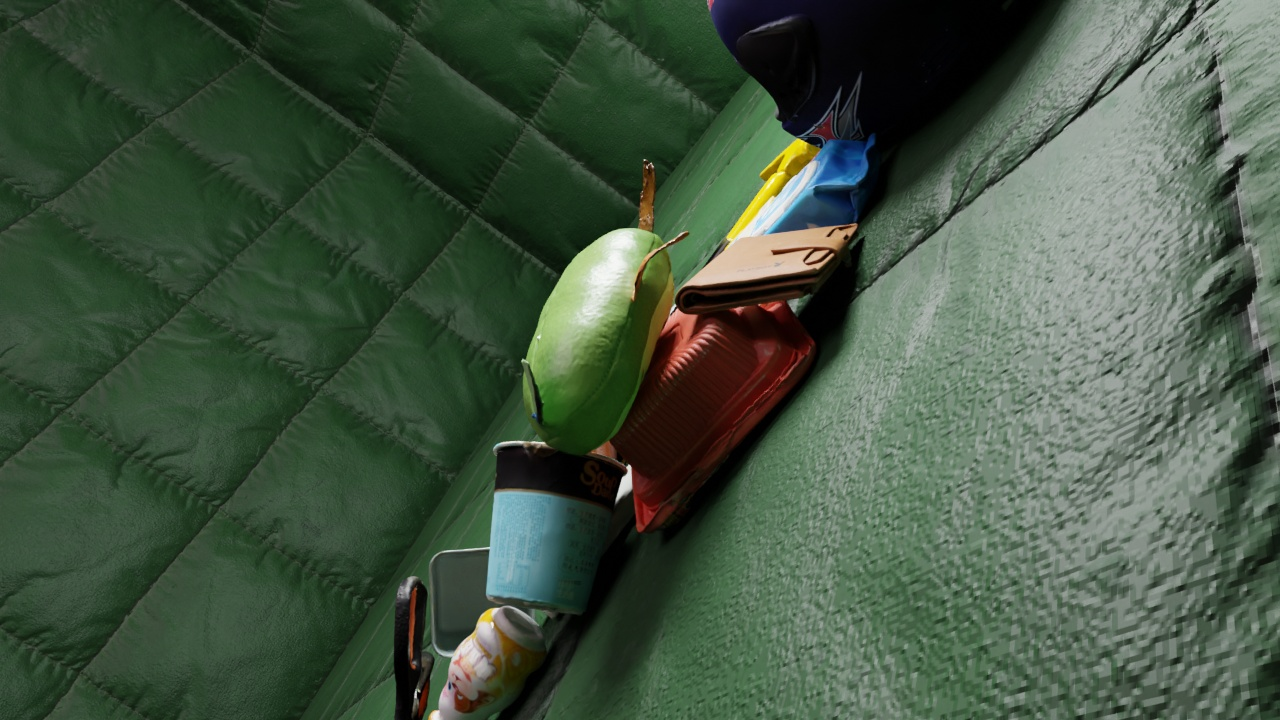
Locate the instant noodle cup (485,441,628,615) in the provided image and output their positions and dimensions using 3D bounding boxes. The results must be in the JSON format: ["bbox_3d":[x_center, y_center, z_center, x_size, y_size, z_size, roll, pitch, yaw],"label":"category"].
[{"bbox_3d":[-0.074,0.135,0.726,0.111,0.111,0.120,145,138,-65],"label":"instant noodle cup"}]

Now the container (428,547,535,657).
[{"bbox_3d":[-0.149,0.216,0.845,0.112,0.090,0.090,148,120,-73],"label":"container"}]

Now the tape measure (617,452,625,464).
[{"bbox_3d":[-0.036,0.102,0.946,0.060,0.029,0.057,-47,12,41],"label":"tape measure"}]

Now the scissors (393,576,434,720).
[{"bbox_3d":[-0.195,0.294,0.775,0.234,0.021,0.221,-155,66,-84],"label":"scissors"}]

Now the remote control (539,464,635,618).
[{"bbox_3d":[-0.039,0.153,0.788,0.150,0.021,0.058,-53,10,5],"label":"remote control"}]

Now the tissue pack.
[{"bbox_3d":[0.143,-0.127,0.788,0.158,0.052,0.094,-46,12,44],"label":"tissue pack"}]

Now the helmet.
[{"bbox_3d":[0.174,-0.329,0.791,0.247,0.240,0.316,-54,8,-11],"label":"helmet"}]

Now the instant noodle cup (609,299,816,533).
[{"bbox_3d":[0.040,0.021,0.691,0.189,0.079,0.164,-48,14,12],"label":"instant noodle cup"}]

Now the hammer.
[{"bbox_3d":[0.109,-0.133,1.061,0.300,0.033,0.129,-54,8,-1],"label":"hammer"}]

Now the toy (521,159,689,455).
[{"bbox_3d":[-0.027,-0.027,0.674,0.228,0.090,0.246,-55,12,44],"label":"toy"}]

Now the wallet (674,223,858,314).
[{"bbox_3d":[0.097,-0.069,0.673,0.108,0.031,0.131,-6,20,29],"label":"wallet"}]

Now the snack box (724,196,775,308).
[{"bbox_3d":[0.109,-0.101,0.938,0.087,0.033,0.140,-47,10,39],"label":"snack box"}]

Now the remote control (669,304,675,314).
[{"bbox_3d":[0.013,-0.019,1.141,0.136,0.020,0.056,-49,4,-5],"label":"remote control"}]

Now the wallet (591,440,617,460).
[{"bbox_3d":[-0.058,0.108,0.901,0.125,0.032,0.101,-40,40,50],"label":"wallet"}]

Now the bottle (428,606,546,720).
[{"bbox_3d":[-0.124,0.252,0.731,0.108,0.063,0.063,-54,9,3],"label":"bottle"}]
